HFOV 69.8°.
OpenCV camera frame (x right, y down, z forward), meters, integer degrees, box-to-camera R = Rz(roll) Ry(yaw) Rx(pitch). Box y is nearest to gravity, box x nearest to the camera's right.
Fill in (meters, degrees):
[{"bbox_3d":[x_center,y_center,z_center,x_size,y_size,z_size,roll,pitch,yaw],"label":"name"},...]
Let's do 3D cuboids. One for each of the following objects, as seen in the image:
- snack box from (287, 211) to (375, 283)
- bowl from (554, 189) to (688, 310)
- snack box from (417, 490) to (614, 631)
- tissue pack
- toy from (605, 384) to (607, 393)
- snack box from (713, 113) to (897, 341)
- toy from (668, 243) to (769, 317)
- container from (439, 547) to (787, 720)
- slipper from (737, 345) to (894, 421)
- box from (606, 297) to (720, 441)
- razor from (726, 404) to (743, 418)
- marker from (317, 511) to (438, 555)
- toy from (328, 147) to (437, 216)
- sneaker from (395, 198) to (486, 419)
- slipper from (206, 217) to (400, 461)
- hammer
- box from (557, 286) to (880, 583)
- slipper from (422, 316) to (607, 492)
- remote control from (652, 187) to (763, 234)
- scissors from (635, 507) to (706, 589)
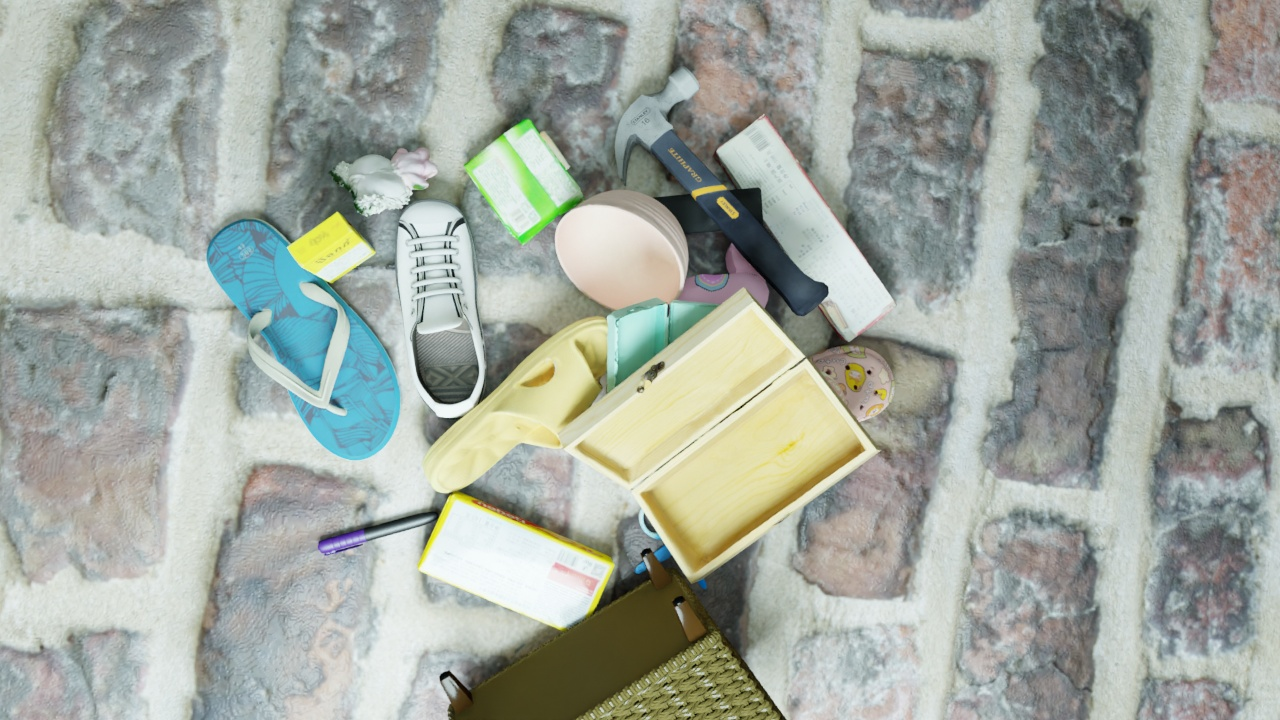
[{"bbox_3d":[-0.316,-0.114,0.949,0.061,0.149,0.025,-37,94,-7],"label":"snack box"},{"bbox_3d":[-0.010,-0.130,1.010,0.153,0.153,0.075,35,51,-7],"label":"bowl"},{"bbox_3d":[-0.139,0.228,1.028,0.200,0.042,0.092,25,87,-7],"label":"snack box"},{"bbox_3d":[-0.130,-0.203,1.034,0.099,0.034,0.114,-36,95,-4],"label":"tissue pack"},{"bbox_3d":[-0.006,0.006,1.044,0.102,0.065,0.050,-44,63,-3],"label":"toy"},{"bbox_3d":[0.193,-0.153,1.076,0.076,0.044,0.273,-36,94,-1],"label":"snack box"},{"bbox_3d":[0.094,-0.078,1.042,0.123,0.067,0.157,2,65,12],"label":"toy"},{"bbox_3d":[-0.039,0.365,0.952,0.320,0.176,0.205,-30,108,-7],"label":"container"},{"bbox_3d":[0.204,0.040,1.058,0.197,0.081,0.093,-14,91,-6],"label":"slipper"},{"bbox_3d":[0.027,0.019,1.002,0.138,0.055,0.187,-8,127,-17],"label":"box"},{"bbox_3d":[0.101,0.019,1.057,0.044,0.021,0.144,-18,72,25],"label":"razor"},{"bbox_3d":[-0.290,0.191,1.020,0.134,0.015,0.018,-15,106,-8],"label":"marker"},{"bbox_3d":[-0.273,-0.198,1.003,0.108,0.041,0.095,-28,57,-18],"label":"toy"},{"bbox_3d":[-0.218,-0.055,0.989,0.091,0.097,0.245,-4,90,-8],"label":"sneaker"},{"bbox_3d":[-0.360,-0.026,0.990,0.118,0.060,0.295,-35,95,-10],"label":"slipper"},{"bbox_3d":[0.093,-0.177,1.013,0.139,0.035,0.312,-41,75,1],"label":"hammer"},{"bbox_3d":[0.084,0.080,0.979,0.248,0.118,0.252,-38,110,12],"label":"box"},{"bbox_3d":[-0.116,0.063,0.997,0.263,0.099,0.078,-39,62,-2],"label":"slipper"},{"bbox_3d":[0.069,-0.169,1.049,0.140,0.021,0.045,-4,90,12],"label":"remote control"},{"bbox_3d":[0.046,0.211,1.068,0.125,0.013,0.127,-32,90,-8],"label":"scissors"}]
